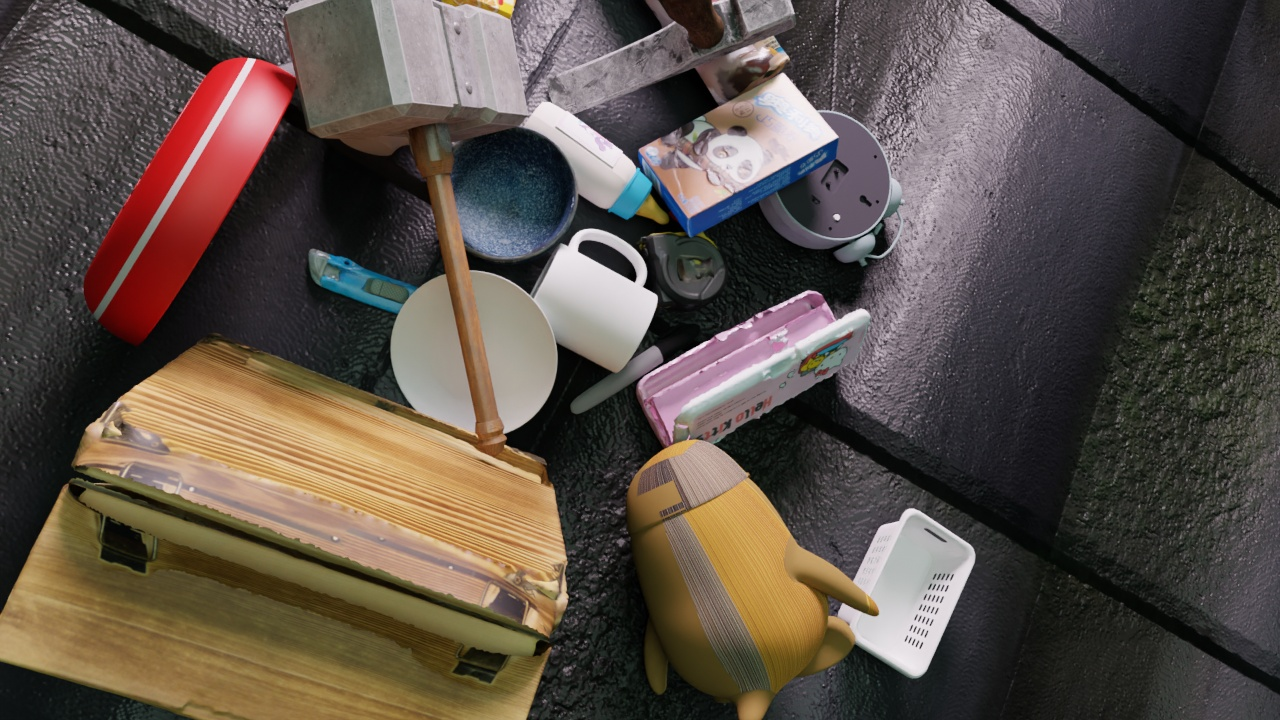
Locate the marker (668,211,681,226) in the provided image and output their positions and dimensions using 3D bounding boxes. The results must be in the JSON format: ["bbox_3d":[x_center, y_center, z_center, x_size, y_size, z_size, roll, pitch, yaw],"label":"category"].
[{"bbox_3d":[0.075,-0.182,0.839,0.144,0.021,0.023,-54,129,-16],"label":"marker"}]

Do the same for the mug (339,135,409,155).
[{"bbox_3d":[-0.192,-0.209,0.738,0.107,0.071,0.089,15,81,-20],"label":"mug"}]

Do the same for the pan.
[{"bbox_3d":[-0.287,-0.169,0.656,0.067,0.210,0.355,31,51,-29],"label":"pan"}]

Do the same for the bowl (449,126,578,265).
[{"bbox_3d":[-0.108,-0.126,0.750,0.114,0.061,0.114,1,78,-4],"label":"bowl"}]

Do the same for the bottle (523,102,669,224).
[{"bbox_3d":[-0.035,-0.161,0.786,0.146,0.051,0.051,34,74,-10],"label":"bottle"}]

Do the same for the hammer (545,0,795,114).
[{"bbox_3d":[-0.004,-0.244,0.653,0.218,0.300,0.037,-18,94,13],"label":"hammer"}]

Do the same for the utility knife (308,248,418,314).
[{"bbox_3d":[-0.185,-0.050,0.745,0.173,0.015,0.031,18,82,-15],"label":"utility knife"}]

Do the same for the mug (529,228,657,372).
[{"bbox_3d":[-0.037,-0.058,0.763,0.090,0.074,0.110,28,62,-11],"label":"mug"}]

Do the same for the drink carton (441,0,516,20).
[{"bbox_3d":[-0.126,-0.346,0.791,0.058,0.041,0.122,19,78,-13],"label":"drink carton"}]

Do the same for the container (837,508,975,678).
[{"bbox_3d":[0.231,0.204,0.814,0.080,0.050,0.129,33,74,-10],"label":"container"}]

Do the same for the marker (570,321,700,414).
[{"bbox_3d":[-0.005,0.005,0.792,0.138,0.016,0.022,-33,61,-18],"label":"marker"}]

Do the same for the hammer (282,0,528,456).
[{"bbox_3d":[-0.134,-0.085,0.650,0.083,0.162,0.318,-7,99,23],"label":"hammer"}]

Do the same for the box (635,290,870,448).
[{"bbox_3d":[0.104,0.009,0.781,0.201,0.095,0.088,-27,93,-19],"label":"box"}]

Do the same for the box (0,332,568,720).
[{"bbox_3d":[-0.197,0.116,0.588,0.279,0.258,0.215,24,78,-13],"label":"box"}]

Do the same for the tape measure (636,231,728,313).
[{"bbox_3d":[0.039,-0.078,0.802,0.072,0.042,0.071,-11,82,-21],"label":"tape measure"}]

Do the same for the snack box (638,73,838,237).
[{"bbox_3d":[0.084,-0.179,0.796,0.151,0.034,0.087,-29,66,-6],"label":"snack box"}]

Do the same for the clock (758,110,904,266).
[{"bbox_3d":[0.178,-0.158,0.854,0.159,0.045,0.122,37,74,-10],"label":"clock"}]

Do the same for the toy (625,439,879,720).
[{"bbox_3d":[0.064,0.161,0.732,0.199,0.162,0.203,-28,88,21],"label":"toy"}]

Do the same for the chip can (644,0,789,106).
[{"bbox_3d":[0.038,-0.339,0.822,0.079,0.080,0.229,-38,93,-18],"label":"chip can"}]

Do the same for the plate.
[{"bbox_3d":[-0.131,-0.005,0.728,0.134,0.011,0.134,1,103,6],"label":"plate"}]
